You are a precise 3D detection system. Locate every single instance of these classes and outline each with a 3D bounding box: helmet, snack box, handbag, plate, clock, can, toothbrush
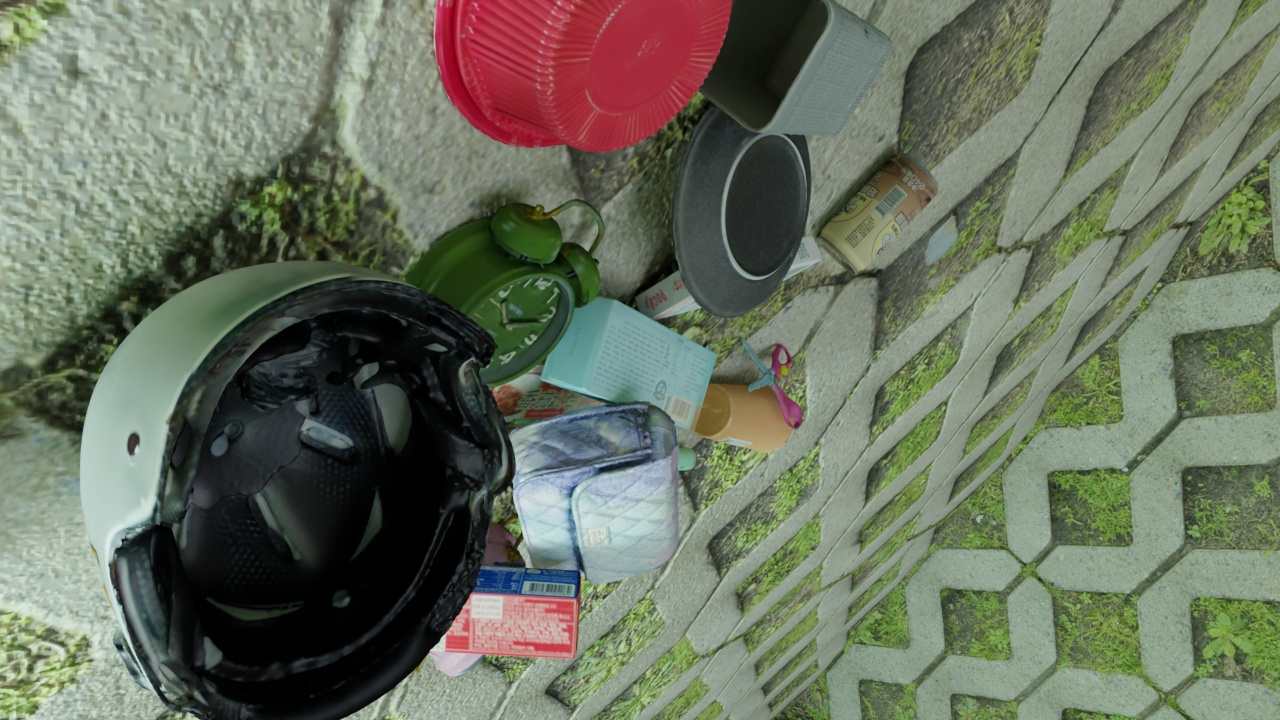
[{"bbox_3d":[-0.199,0.061,0.513,0.229,0.157,0.275,-34,142,-36],"label":"helmet"},{"bbox_3d":[-0.153,0.201,0.750,0.057,0.207,0.058,-94,-172,-78],"label":"snack box"},{"bbox_3d":[0.079,-0.072,0.800,0.156,0.027,0.085,-16,172,-41],"label":"snack box"},{"bbox_3d":[-0.034,0.118,0.762,0.134,0.075,0.194,-11,145,-4],"label":"handbag"},{"bbox_3d":[-0.005,0.004,0.767,0.174,0.052,0.074,25,80,-54],"label":"snack box"},{"bbox_3d":[-0.077,0.023,0.769,0.152,0.025,0.075,4,127,-54],"label":"snack box"},{"bbox_3d":[0.089,-0.119,0.709,0.179,0.024,0.179,-19,116,-46],"label":"plate"},{"bbox_3d":[-0.152,0.207,0.839,0.060,0.117,0.158,40,88,-17],"label":"clock"},{"bbox_3d":[0.234,-0.144,0.905,0.116,0.058,0.058,-47,152,6],"label":"can"},{"bbox_3d":[-0.089,-0.047,0.626,0.161,0.056,0.116,-45,153,4],"label":"clock"},{"bbox_3d":[0.004,0.107,0.968,0.027,0.026,0.224,-28,165,23],"label":"toothbrush"}]

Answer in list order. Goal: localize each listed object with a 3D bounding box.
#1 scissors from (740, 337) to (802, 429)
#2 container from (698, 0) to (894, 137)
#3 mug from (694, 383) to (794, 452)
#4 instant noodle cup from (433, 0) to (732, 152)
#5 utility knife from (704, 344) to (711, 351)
[{"bbox_3d":[0.145,0.025,0.999,0.017,0.130,0.133,-19,-178,31],"label":"scissors"},{"bbox_3d":[0.102,-0.208,0.623,0.114,0.090,0.090,-9,138,-51],"label":"container"},{"bbox_3d":[0.109,0.061,1.016,0.122,0.078,0.078,10,122,-51],"label":"mug"},{"bbox_3d":[-0.016,-0.190,0.517,0.193,0.066,0.194,-33,151,-21],"label":"instant noodle cup"},{"bbox_3d":[-0.002,0.068,0.935,0.220,0.022,0.031,-50,149,0],"label":"utility knife"}]
